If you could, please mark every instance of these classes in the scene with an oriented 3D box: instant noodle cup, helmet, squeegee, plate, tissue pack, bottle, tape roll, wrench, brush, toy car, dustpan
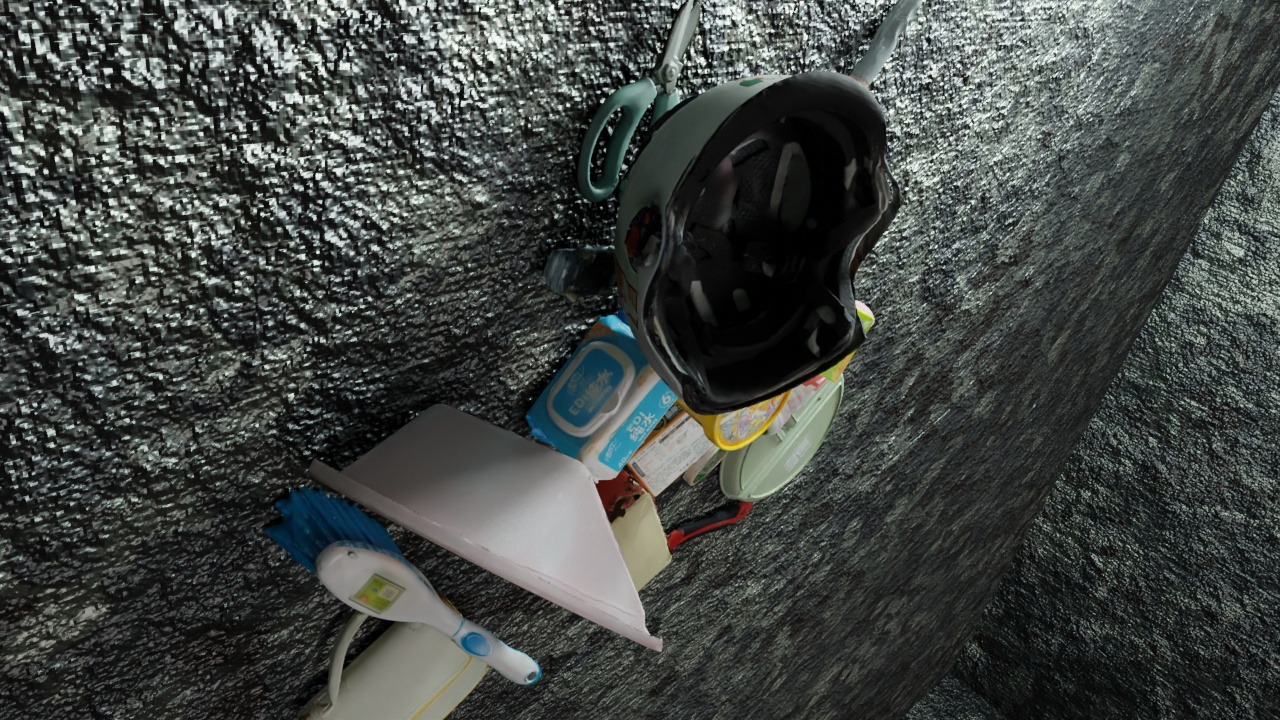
[{"bbox_3d":[0.074,0.009,0.896,0.118,0.114,0.119,-31,140,-30],"label":"instant noodle cup"},{"bbox_3d":[0.071,-0.101,0.723,0.229,0.157,0.274,-19,126,-27],"label":"helmet"},{"bbox_3d":[0.213,-0.259,0.883,0.249,0.040,0.247,-64,169,-1],"label":"squeegee"},{"bbox_3d":[0.190,0.092,1.196,0.229,0.027,0.231,-31,141,-29],"label":"plate"},{"bbox_3d":[-0.031,0.031,0.811,0.140,0.090,0.063,-52,148,-1],"label":"tissue pack"},{"bbox_3d":[0.197,0.004,1.082,0.196,0.068,0.068,-41,145,-17],"label":"bottle"},{"bbox_3d":[0.084,0.111,1.070,0.085,0.014,0.086,-42,164,-16],"label":"tape roll"},{"bbox_3d":[0.054,0.224,1.160,0.272,0.016,0.056,-17,134,-42],"label":"wrench"},{"bbox_3d":[-0.181,0.203,0.766,0.060,0.109,0.314,-49,147,-11],"label":"brush"},{"bbox_3d":[-0.044,-0.074,0.749,0.090,0.034,0.043,-16,129,-60],"label":"toy car"},{"bbox_3d":[-0.128,0.148,0.696,0.138,0.223,0.274,-44,135,-36],"label":"dustpan"}]

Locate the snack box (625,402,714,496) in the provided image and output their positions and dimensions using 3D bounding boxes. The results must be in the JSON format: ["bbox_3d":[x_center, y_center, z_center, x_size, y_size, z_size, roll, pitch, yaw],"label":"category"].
[{"bbox_3d":[0.051,0.072,0.978,0.153,0.026,0.075,-40,134,-6],"label":"snack box"}]

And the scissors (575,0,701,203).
[{"bbox_3d":[-0.006,-0.197,0.700,0.131,0.019,0.186,-21,134,-40],"label":"scissors"}]

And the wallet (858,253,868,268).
[{"bbox_3d":[0.216,-0.102,1.061,0.097,0.019,0.120,-56,148,9],"label":"wallet"}]

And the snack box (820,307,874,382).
[{"bbox_3d":[0.177,-0.042,1.000,0.156,0.026,0.086,25,101,-30],"label":"snack box"}]

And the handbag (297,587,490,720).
[{"bbox_3d":[-0.229,0.284,0.834,0.163,0.063,0.179,-42,142,-19],"label":"handbag"}]

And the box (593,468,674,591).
[{"bbox_3d":[-0.018,0.190,0.982,0.091,0.080,0.168,-41,145,-17],"label":"box"}]
